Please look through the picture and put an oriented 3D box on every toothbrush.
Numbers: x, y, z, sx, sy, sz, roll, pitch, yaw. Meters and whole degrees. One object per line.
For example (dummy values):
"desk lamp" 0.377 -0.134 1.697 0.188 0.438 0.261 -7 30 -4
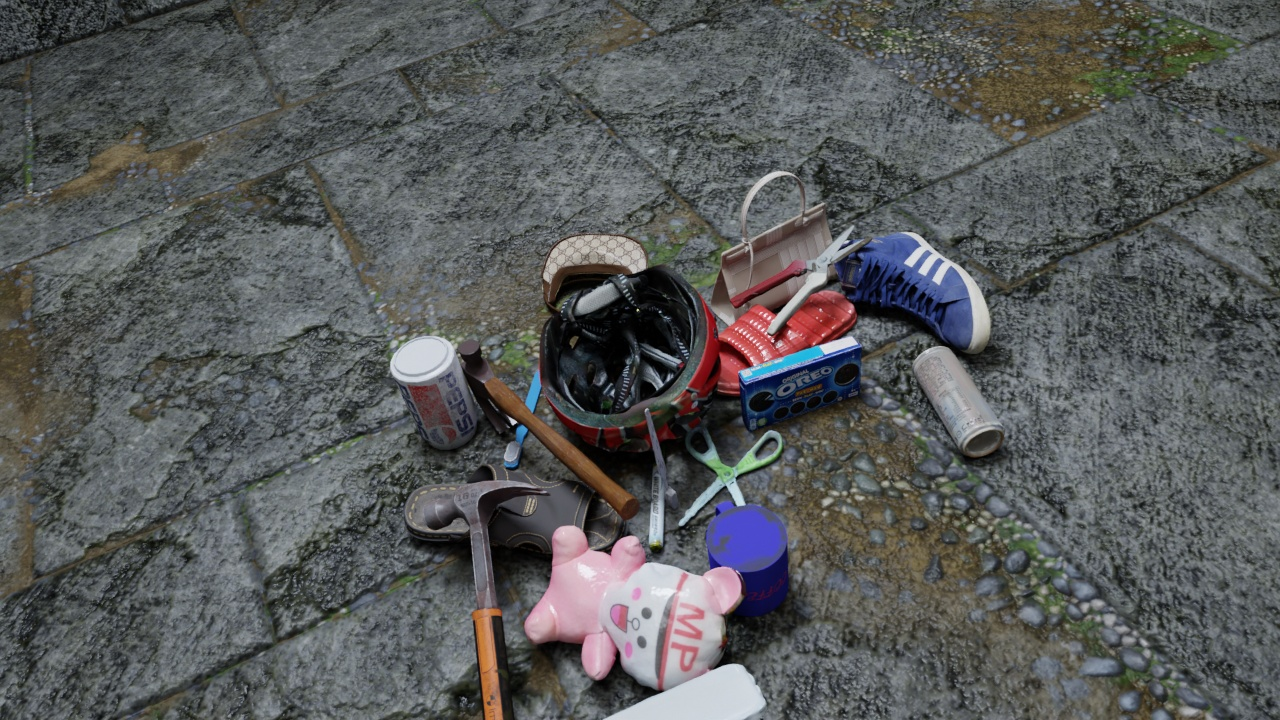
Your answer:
"toothbrush" -0.146 0.069 1.167 0.016 0.014 0.166 1 45 11
"toothbrush" 0.023 0.108 0.975 0.010 0.182 0.010 -40 54 -21

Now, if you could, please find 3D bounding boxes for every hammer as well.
"hammer" -0.110 0.083 1.044 0.033 0.115 0.323 -35 45 -22
"hammer" -0.135 0.263 0.890 0.138 0.035 0.314 -22 59 15

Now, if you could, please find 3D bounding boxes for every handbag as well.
"handbag" -0.059 -0.113 1.313 0.166 0.063 0.138 4 62 10
"handbag" 0.175 -0.161 1.205 0.175 0.198 0.062 -27 47 -16

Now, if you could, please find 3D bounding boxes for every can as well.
"can" -0.250 0.041 1.127 0.078 0.136 0.078 -5 44 5
"can" 0.367 0.047 1.062 0.054 0.054 0.135 -13 44 -3

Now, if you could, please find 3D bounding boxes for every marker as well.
"marker" 0.020 0.154 1.048 0.017 0.017 0.146 -4 45 7

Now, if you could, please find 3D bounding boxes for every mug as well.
"mug" 0.104 0.193 0.943 0.079 0.084 0.111 -18 45 -8

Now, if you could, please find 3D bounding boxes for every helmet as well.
"helmet" -0.006 0.006 1.091 0.217 0.167 0.271 -25 37 6

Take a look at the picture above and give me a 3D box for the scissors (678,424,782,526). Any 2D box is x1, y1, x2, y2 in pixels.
"scissors" 0.096 0.132 1.061 0.168 0.023 0.171 35 57 30

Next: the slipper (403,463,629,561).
"slipper" -0.144 0.166 1.024 0.268 0.076 0.112 3 46 14

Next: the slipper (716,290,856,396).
"slipper" 0.175 -0.035 1.180 0.248 0.059 0.103 -28 46 -19

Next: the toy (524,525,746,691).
"toy" -0.005 0.248 0.904 0.213 0.084 0.141 10 73 26

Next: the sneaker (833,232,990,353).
"sneaker" 0.332 -0.092 1.170 0.118 0.092 0.232 -3 40 -15

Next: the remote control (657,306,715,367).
"remote control" 0.054 -0.035 1.237 0.046 0.009 0.124 26 55 32

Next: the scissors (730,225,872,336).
"scissors" 0.202 -0.101 1.169 0.188 0.015 0.178 -4 49 24

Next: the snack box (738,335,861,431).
"snack box" 0.192 0.027 1.097 0.150 0.082 0.027 -19 43 -8

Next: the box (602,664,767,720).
"box" 0.013 0.333 0.771 0.215 0.125 0.106 -22 70 -11
